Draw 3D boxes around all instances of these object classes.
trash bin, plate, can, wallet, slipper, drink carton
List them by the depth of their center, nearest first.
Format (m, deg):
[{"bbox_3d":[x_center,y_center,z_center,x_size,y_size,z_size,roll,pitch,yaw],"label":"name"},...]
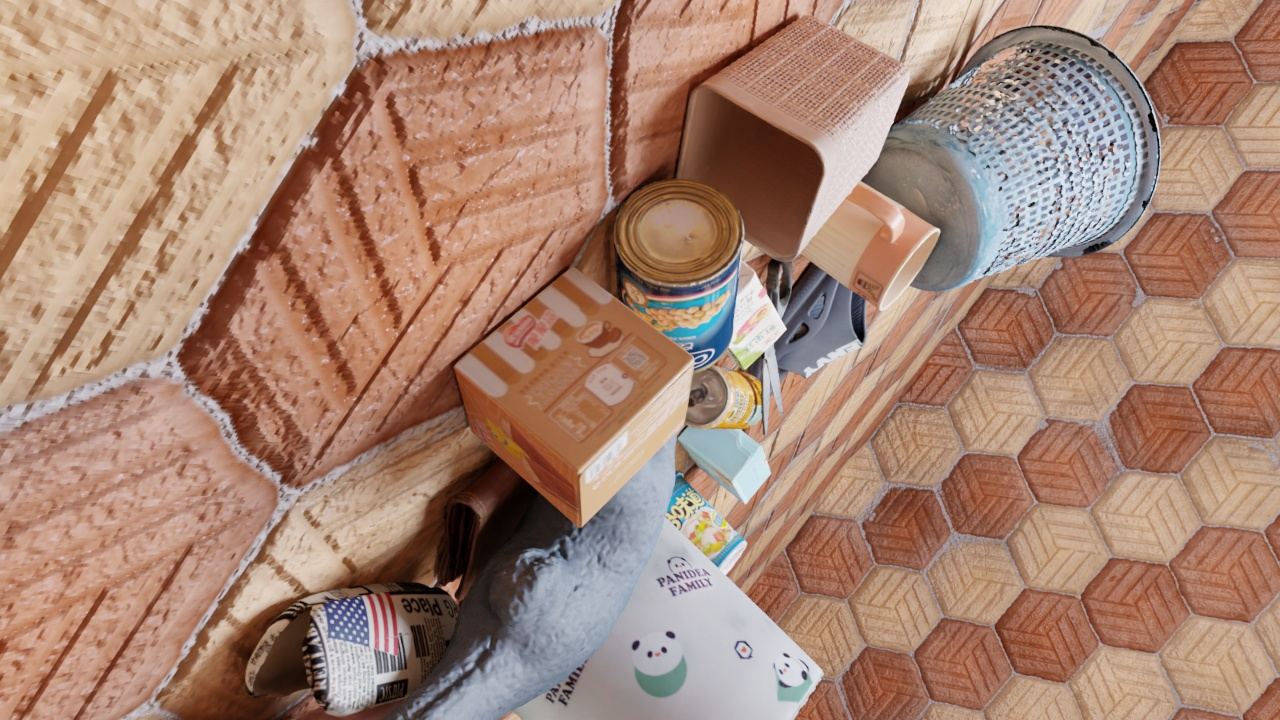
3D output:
[{"bbox_3d":[-0.218,0.250,0.548,0.192,0.039,0.193,-29,163,-10],"label":"plate"},{"bbox_3d":[0.022,-0.049,0.558,0.075,0.075,0.111,-45,160,-19],"label":"can"},{"bbox_3d":[-0.093,0.101,0.638,0.101,0.032,0.125,-40,158,-40],"label":"wallet"},{"bbox_3d":[0.072,-0.040,0.718,0.053,0.045,0.122,-45,154,2],"label":"drink carton"},{"bbox_3d":[0.001,0.256,0.788,0.229,0.252,0.230,-45,161,-21],"label":"trash bin"},{"bbox_3d":[0.311,-0.167,0.841,0.194,0.226,0.227,-27,152,-25],"label":"trash bin"},{"bbox_3d":[0.075,0.035,0.858,0.058,0.058,0.146,-55,161,9],"label":"can"},{"bbox_3d":[0.205,-0.057,0.957,0.268,0.083,0.110,-58,158,14],"label":"slipper"}]

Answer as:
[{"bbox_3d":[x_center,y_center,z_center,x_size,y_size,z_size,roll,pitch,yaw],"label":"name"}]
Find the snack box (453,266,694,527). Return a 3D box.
[{"bbox_3d":[-0.036,0.021,0.519,0.092,0.094,0.077,-43,159,-24],"label":"snack box"}]

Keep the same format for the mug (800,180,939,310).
[{"bbox_3d":[0.184,-0.110,0.769,0.081,0.106,0.114,-50,161,-7],"label":"mug"}]

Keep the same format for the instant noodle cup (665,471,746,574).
[{"bbox_3d":[0.056,0.196,1.026,0.099,0.110,0.099,-43,159,-21],"label":"instant noodle cup"}]

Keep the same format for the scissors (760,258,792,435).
[{"bbox_3d":[0.119,-0.015,0.840,0.165,0.014,0.162,29,81,-52],"label":"scissors"}]

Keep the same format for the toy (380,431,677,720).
[{"bbox_3d":[-0.046,0.118,0.589,0.355,0.091,0.138,-57,153,-30],"label":"toy"}]

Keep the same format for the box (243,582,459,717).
[{"bbox_3d":[-0.150,0.171,0.547,0.076,0.086,0.163,-66,158,-3],"label":"box"}]

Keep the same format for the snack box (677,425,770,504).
[{"bbox_3d":[0.095,0.106,1.007,0.051,0.074,0.175,-49,161,-6],"label":"snack box"}]

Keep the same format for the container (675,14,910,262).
[{"bbox_3d":[0.092,-0.136,0.545,0.110,0.090,0.090,-45,160,-30],"label":"container"}]
